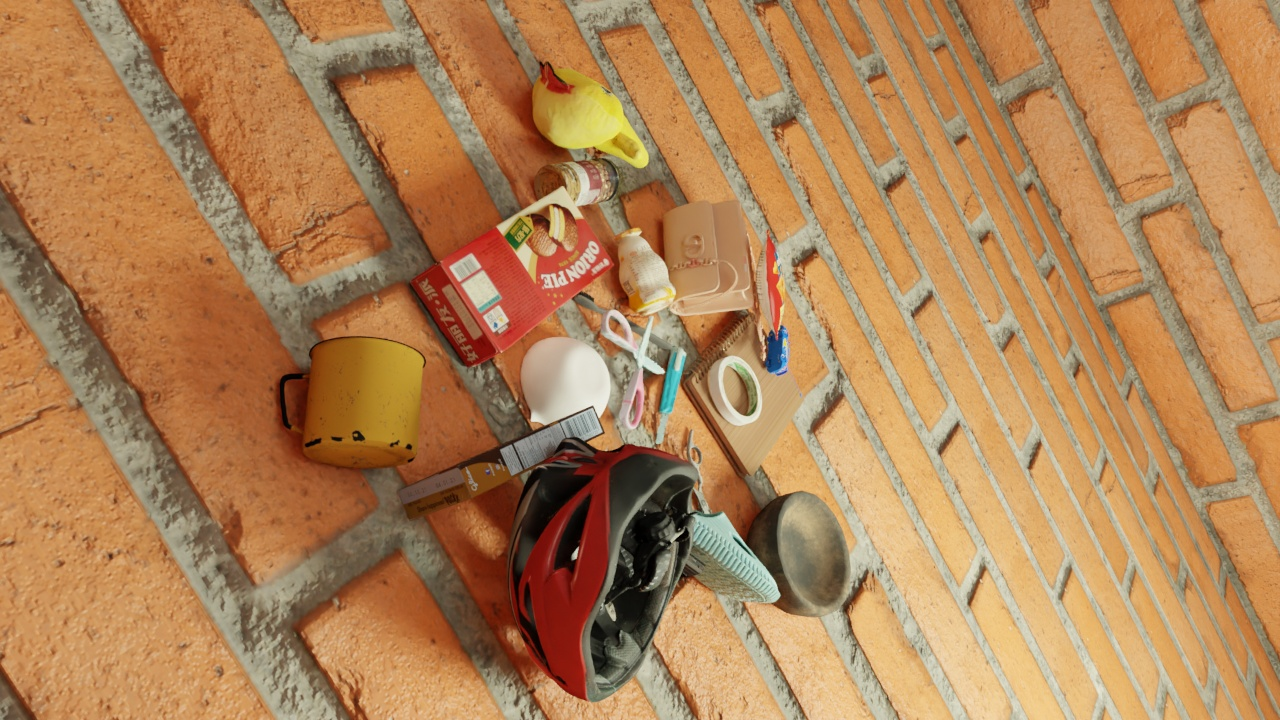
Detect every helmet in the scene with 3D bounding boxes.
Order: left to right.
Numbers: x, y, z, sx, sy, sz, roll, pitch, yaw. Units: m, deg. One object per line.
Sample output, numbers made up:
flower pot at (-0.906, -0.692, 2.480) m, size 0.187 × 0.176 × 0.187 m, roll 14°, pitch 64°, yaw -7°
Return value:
helmet at (-0.036, 0.200, 0.881) m, size 0.216 × 0.167 × 0.272 m, roll -42°, pitch 141°, yaw -48°

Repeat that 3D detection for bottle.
bottle at (-0.078, -0.221, 1.146) m, size 0.105 × 0.056 × 0.056 m, roll -23°, pitch 89°, yaw -50°
bottle at (0.002, -0.114, 1.176) m, size 0.063 × 0.063 × 0.109 m, roll -18°, pitch 85°, yaw -50°

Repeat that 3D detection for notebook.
notebook at (0.148, 0.039, 1.292) m, size 0.169 × 0.022 × 0.209 m, roll 57°, pitch 41°, yaw -11°

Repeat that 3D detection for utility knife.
utility knife at (0.035, 0.043, 1.176) m, size 0.022 × 0.015 × 0.148 m, roll 22°, pitch 55°, yaw -8°

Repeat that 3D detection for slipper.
slipper at (0.065, 0.199, 1.059) m, size 0.276 × 0.116 × 0.069 m, roll 38°, pitch 65°, yaw -23°

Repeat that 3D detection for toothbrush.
toothbrush at (-0.020, -0.048, 1.160) m, size 0.167 × 0.013 × 0.013 m, roll 29°, pitch 44°, yaw -35°

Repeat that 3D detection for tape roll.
tape roll at (0.129, 0.041, 1.239) m, size 0.093 × 0.018 × 0.093 m, roll 22°, pitch 57°, yaw -40°

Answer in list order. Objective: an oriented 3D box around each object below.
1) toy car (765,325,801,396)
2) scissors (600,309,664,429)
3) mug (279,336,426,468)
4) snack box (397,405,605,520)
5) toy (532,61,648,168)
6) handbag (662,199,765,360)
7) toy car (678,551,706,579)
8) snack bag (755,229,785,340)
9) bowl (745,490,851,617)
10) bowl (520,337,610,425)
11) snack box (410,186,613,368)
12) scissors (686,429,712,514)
toy car at (0.215, 0.001, 1.335) m, size 0.062 × 0.033 × 0.091 m, roll 29°, pitch 54°, yaw -30°
scissors at (-0.010, -0.005, 1.110) m, size 0.175 × 0.013 × 0.170 m, roll 60°, pitch 36°, yaw -40°
mug at (-0.255, 0.041, 0.808) m, size 0.123 × 0.101 × 0.094 m, roll 1°, pitch 68°, yaw -7°
snack box at (-0.132, 0.098, 0.900) m, size 0.185 × 0.101 × 0.031 m, roll -22°, pitch 89°, yaw -50°
toy at (-0.065, -0.306, 1.174) m, size 0.207 × 0.092 × 0.134 m, roll 16°, pitch 17°, yaw -49°
handbag at (0.102, -0.103, 1.289) m, size 0.187 × 0.117 × 0.198 m, roll 62°, pitch 22°, yaw -58°
toy car at (0.028, 0.228, 1.019) m, size 0.040 × 0.093 × 0.037 m, roll 41°, pitch 53°, yaw -26°
snack bag at (0.179, -0.108, 1.263) m, size 0.130 × 0.039 × 0.144 m, roll -46°, pitch 131°, yaw -77°
bowl at (0.202, 0.257, 1.208) m, size 0.162 × 0.070 × 0.162 m, roll 23°, pitch 56°, yaw -39°
bowl at (-0.075, 0.023, 1.037) m, size 0.114 × 0.051 × 0.114 m, roll 23°, pitch 56°, yaw -39°
snack box at (-0.135, -0.099, 1.023) m, size 0.113 × 0.060 × 0.235 m, roll 57°, pitch 41°, yaw -10°
scissors at (0.081, 0.170, 1.164) m, size 0.160 × 0.014 × 0.120 m, roll 52°, pitch 43°, yaw -12°
